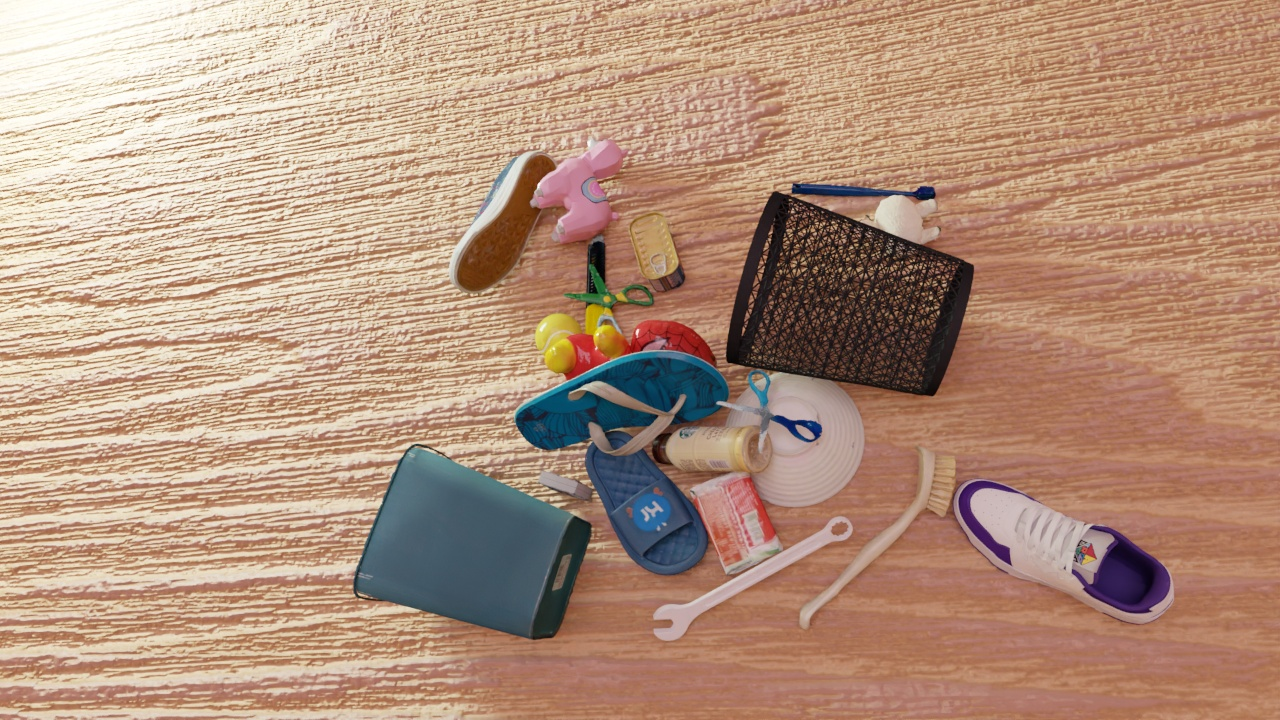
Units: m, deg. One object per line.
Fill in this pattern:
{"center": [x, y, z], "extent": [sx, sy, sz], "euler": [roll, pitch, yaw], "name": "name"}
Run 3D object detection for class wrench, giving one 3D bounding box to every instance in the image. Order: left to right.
{"center": [0.132, 0.262, 1.103], "extent": [0.273, 0.009, 0.047], "euler": [-31, 112, 8], "name": "wrench"}

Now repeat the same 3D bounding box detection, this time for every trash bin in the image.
{"center": [-0.194, 0.235, 1.134], "extent": [0.219, 0.196, 0.199], "euler": [16, 78, 12], "name": "trash bin"}
{"center": [0.252, -0.068, 1.104], "extent": [0.243, 0.217, 0.216], "euler": [16, 77, 12], "name": "trash bin"}

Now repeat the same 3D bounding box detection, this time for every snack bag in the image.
{"center": [0.117, 0.195, 1.126], "extent": [0.077, 0.036, 0.116], "euler": [-25, 82, 7], "name": "snack bag"}

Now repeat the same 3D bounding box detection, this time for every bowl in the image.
{"center": [0.187, 0.088, 1.136], "extent": [0.177, 0.071, 0.177], "euler": [-4, 72, 13], "name": "bowl"}

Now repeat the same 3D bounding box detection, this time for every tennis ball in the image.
{"center": [-0.111, -0.032, 1.256], "extent": [0.065, 0.065, 0.065], "euler": [-4, 72, 13], "name": "tennis ball"}

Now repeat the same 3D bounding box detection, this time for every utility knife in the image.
{"center": [-0.062, -0.100, 1.290], "extent": [0.029, 0.020, 0.174], "euler": [3, 71, -6], "name": "utility knife"}

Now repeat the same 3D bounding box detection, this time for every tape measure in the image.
{"center": [-0.096, 0.162, 1.192], "extent": [0.062, 0.060, 0.020], "euler": [15, 77, 19], "name": "tape measure"}

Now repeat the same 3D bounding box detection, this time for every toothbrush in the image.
{"center": [0.299, -0.230, 1.238], "extent": [0.190, 0.017, 0.016], "euler": [6, 74, 16], "name": "toothbrush"}

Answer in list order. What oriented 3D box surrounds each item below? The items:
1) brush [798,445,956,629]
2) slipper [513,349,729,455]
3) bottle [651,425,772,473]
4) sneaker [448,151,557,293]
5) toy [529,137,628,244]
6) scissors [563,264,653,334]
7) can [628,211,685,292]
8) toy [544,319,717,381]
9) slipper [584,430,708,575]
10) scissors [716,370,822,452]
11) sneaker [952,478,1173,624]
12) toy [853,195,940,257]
{"center": [0.280, 0.214, 1.085], "extent": [0.077, 0.062, 0.272], "euler": [40, 90, 27], "name": "brush"}
{"center": [-0.035, 0.061, 1.143], "extent": [0.296, 0.118, 0.060], "euler": [-17, 26, 24], "name": "slipper"}
{"center": [0.083, 0.109, 1.132], "extent": [0.162, 0.056, 0.056], "euler": [-5, 68, 46], "name": "bottle"}
{"center": [-0.206, -0.202, 1.341], "extent": [0.079, 0.087, 0.235], "euler": [22, 79, 52], "name": "sneaker"}
{"center": [-0.076, -0.245, 1.311], "extent": [0.157, 0.067, 0.123], "euler": [-33, 90, -19], "name": "toy"}
{"center": [-0.045, -0.076, 1.267], "extent": [0.125, 0.011, 0.127], "euler": [6, 70, 1], "name": "scissors"}
{"center": [0.024, -0.147, 1.261], "extent": [0.054, 0.059, 0.099], "euler": [-19, 69, 8], "name": "can"}
{"center": [-0.007, 0.007, 1.189], "extent": [0.216, 0.148, 0.098], "euler": [-7, 43, 14], "name": "toy"}
{"center": [-0.002, 0.180, 1.164], "extent": [0.104, 0.059, 0.213], "euler": [-39, 66, 2], "name": "slipper"}
{"center": [0.154, 0.061, 1.085], "extent": [0.133, 0.014, 0.127], "euler": [19, 45, 1], "name": "scissors"}
{"center": [0.461, 0.205, 1.004], "extent": [0.244, 0.111, 0.091], "euler": [28, 81, 21], "name": "sneaker"}
{"center": [0.333, -0.174, 1.193], "extent": [0.112, 0.050, 0.087], "euler": [-14, 69, 14], "name": "toy"}
